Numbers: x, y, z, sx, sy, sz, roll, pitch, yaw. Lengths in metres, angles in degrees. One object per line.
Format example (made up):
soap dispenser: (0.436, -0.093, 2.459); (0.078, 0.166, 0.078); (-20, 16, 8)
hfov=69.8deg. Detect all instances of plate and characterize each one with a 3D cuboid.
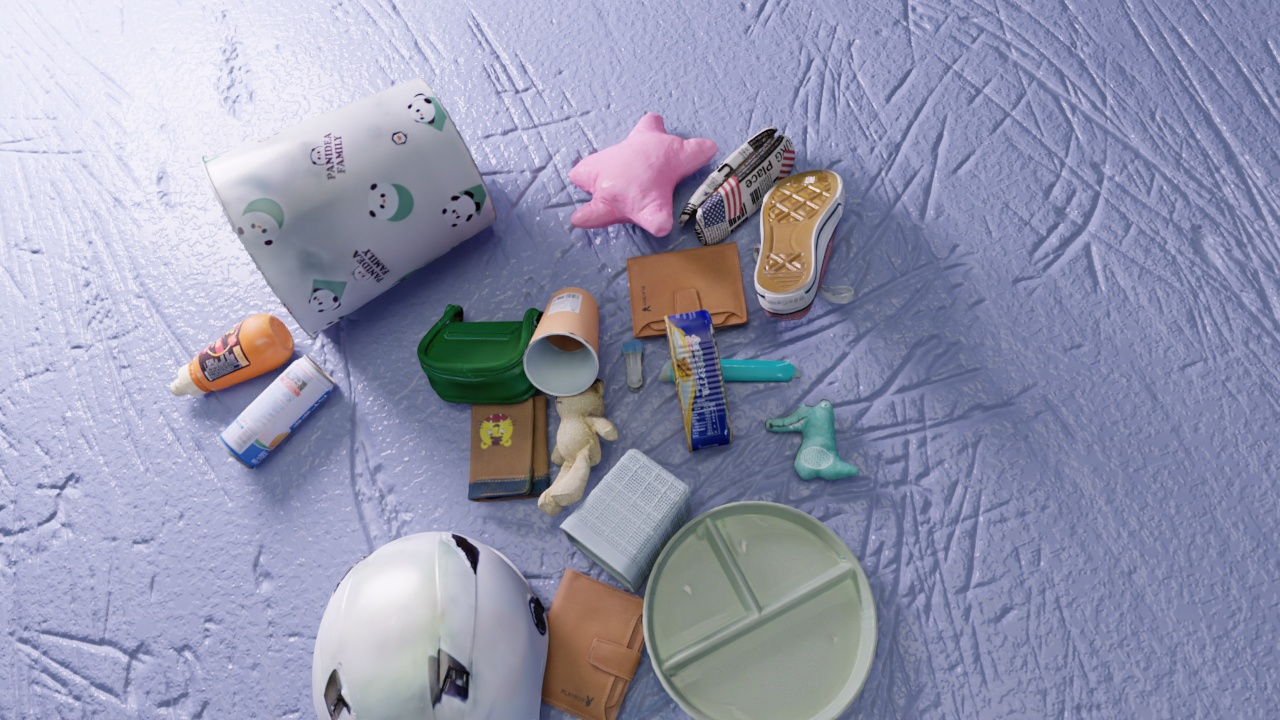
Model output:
plate: (0.116, 0.252, 0.899); (0.230, 0.027, 0.229); (1, 69, -2)

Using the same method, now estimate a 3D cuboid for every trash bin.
trash bin: (-0.318, -0.182, 1.043); (0.251, 0.230, 0.229); (-30, 68, -11)

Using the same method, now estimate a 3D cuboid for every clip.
clip: (-0.007, 0.007, 1.031); (0.026, 0.038, 0.058); (-5, 67, 4)

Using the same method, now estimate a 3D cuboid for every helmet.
helmet: (-0.212, 0.267, 0.868); (0.229, 0.146, 0.258); (-11, 56, 6)

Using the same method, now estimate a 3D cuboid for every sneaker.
sneaker: (0.178, -0.119, 1.017); (0.118, 0.088, 0.240); (1, 45, 20)

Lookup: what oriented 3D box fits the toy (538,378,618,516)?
toy: (-0.072, 0.091, 0.962); (0.066, 0.105, 0.156); (30, 47, -21)

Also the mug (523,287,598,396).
mug: (-0.080, -0.027, 0.998); (0.078, 0.078, 0.122); (-5, 32, 6)

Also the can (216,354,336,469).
can: (-0.413, 0.057, 1.046); (0.053, 0.053, 0.134); (40, 79, 19)

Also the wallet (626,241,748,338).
wallet: (0.052, -0.079, 1.049); (0.132, 0.031, 0.107); (-7, 67, 6)

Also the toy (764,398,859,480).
toy: (0.180, 0.084, 0.972); (0.096, 0.030, 0.091); (-4, 64, 14)

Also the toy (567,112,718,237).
toy: (-0.008, -0.223, 1.088); (0.179, 0.075, 0.194); (12, 59, 27)

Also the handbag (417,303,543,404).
handbag: (-0.174, -0.013, 1.024); (0.131, 0.068, 0.120); (-1, 50, 12)

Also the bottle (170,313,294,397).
bottle: (-0.484, 0.002, 1.076); (0.149, 0.067, 0.066); (-27, 68, 4)

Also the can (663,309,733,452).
can: (0.062, 0.021, 0.975); (0.049, 0.074, 0.148); (-10, 89, 1)

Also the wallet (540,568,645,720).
wallet: (-0.045, 0.291, 0.924); (0.119, 0.035, 0.130); (16, 73, 19)

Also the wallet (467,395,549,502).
wallet: (-0.144, 0.096, 1.009); (0.090, 0.033, 0.115); (-6, 65, 6)

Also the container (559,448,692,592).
container: (-0.009, 0.160, 0.936); (0.090, 0.090, 0.111); (35, 75, 17)

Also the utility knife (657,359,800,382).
utility knife: (0.098, 0.013, 1.017); (0.158, 0.013, 0.029); (1, 72, 5)

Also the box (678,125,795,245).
box: (0.120, -0.199, 1.066); (0.163, 0.075, 0.082); (-43, 82, -11)
